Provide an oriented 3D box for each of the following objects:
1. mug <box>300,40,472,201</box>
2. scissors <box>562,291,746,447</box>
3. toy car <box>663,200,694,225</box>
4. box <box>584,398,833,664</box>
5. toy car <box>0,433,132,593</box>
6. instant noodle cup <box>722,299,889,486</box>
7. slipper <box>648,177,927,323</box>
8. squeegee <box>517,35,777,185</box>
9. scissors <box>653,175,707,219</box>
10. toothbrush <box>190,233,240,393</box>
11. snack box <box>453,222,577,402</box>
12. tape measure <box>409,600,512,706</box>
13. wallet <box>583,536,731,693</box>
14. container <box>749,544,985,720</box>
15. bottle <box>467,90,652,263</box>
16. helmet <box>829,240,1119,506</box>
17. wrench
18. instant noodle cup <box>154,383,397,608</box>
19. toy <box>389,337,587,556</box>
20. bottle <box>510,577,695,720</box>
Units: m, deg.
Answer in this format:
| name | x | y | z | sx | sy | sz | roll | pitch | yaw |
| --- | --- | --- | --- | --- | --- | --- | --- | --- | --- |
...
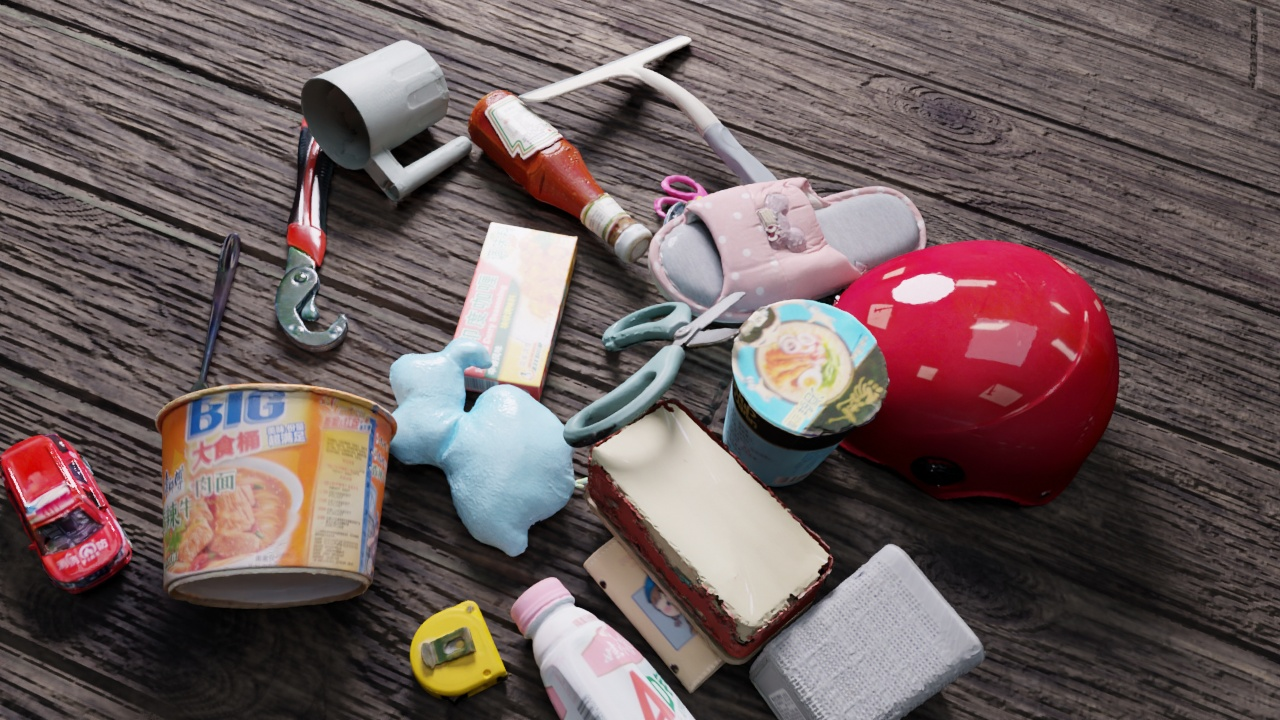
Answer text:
| name | x | y | z | sx | sy | sz | roll | pitch | yaw |
| --- | --- | --- | --- | --- | --- | --- | --- | --- | --- |
| mug | -0.221 | -0.214 | 0.820 | 0.124 | 0.084 | 0.103 | 50 | 51 | -7 |
| scissors | -0.004 | 0.002 | 0.678 | 0.169 | 0.174 | 0.019 | -42 | 113 | -22 |
| toy car | 0.061 | -0.105 | 0.808 | 0.090 | 0.034 | 0.042 | 26 | 59 | -7 |
| box | 0.041 | 0.109 | 0.617 | 0.091 | 0.080 | 0.168 | -32 | 61 | -25 |
| toy car | -0.393 | 0.102 | 0.623 | 0.052 | 0.045 | 0.120 | -34 | 69 | -23 |
| instant noodle cup | 0.109 | 0.033 | 0.676 | 0.111 | 0.121 | 0.111 | 3 | 59 | -5 |
| slipper | 0.136 | -0.102 | 0.782 | 0.274 | 0.055 | 0.114 | -12 | 74 | -22 |
| squeegee | 0.057 | -0.217 | 0.859 | 0.246 | 0.039 | 0.245 | 44 | 49 | 12 |
| scissors | 0.077 | -0.130 | 0.838 | 0.135 | 0.017 | 0.063 | 23 | 55 | 4 |
| toothbrush | -0.337 | -0.033 | 0.732 | 0.015 | 0.018 | 0.180 | -6 | 56 | -2 |
| snack box | -0.103 | -0.043 | 0.755 | 0.077 | 0.027 | 0.155 | 9 | 57 | 1 |
| tape measure | -0.122 | 0.192 | 0.604 | 0.057 | 0.029 | 0.060 | -21 | 62 | -18 |
| wallet | 0.029 | 0.160 | 0.645 | 0.087 | 0.024 | 0.115 | -36 | 66 | -19 |
| container | 0.140 | 0.196 | 0.597 | 0.114 | 0.090 | 0.090 | -29 | 65 | -19 |
| bottle | -0.070 | -0.161 | 0.815 | 0.059 | 0.060 | 0.206 | -37 | 69 | -25 |
| helmet | 0.253 | -0.009 | 0.708 | 0.240 | 0.144 | 0.206 | 9 | 59 | 1 |
| wrench | -0.282 | -0.124 | 0.793 | 0.056 | 0.016 | 0.273 | -3 | 59 | -13 |
| instant noodle cup | -0.234 | 0.094 | 0.591 | 0.151 | 0.152 | 0.111 | -2 | 66 | -8 |
| toy | -0.113 | 0.060 | 0.671 | 0.156 | 0.050 | 0.161 | 5 | 69 | -1 |
| bottle | -0.011 | 0.224 | 0.577 | 0.068 | 0.068 | 0.197 | -32 | 62 | -23 |
